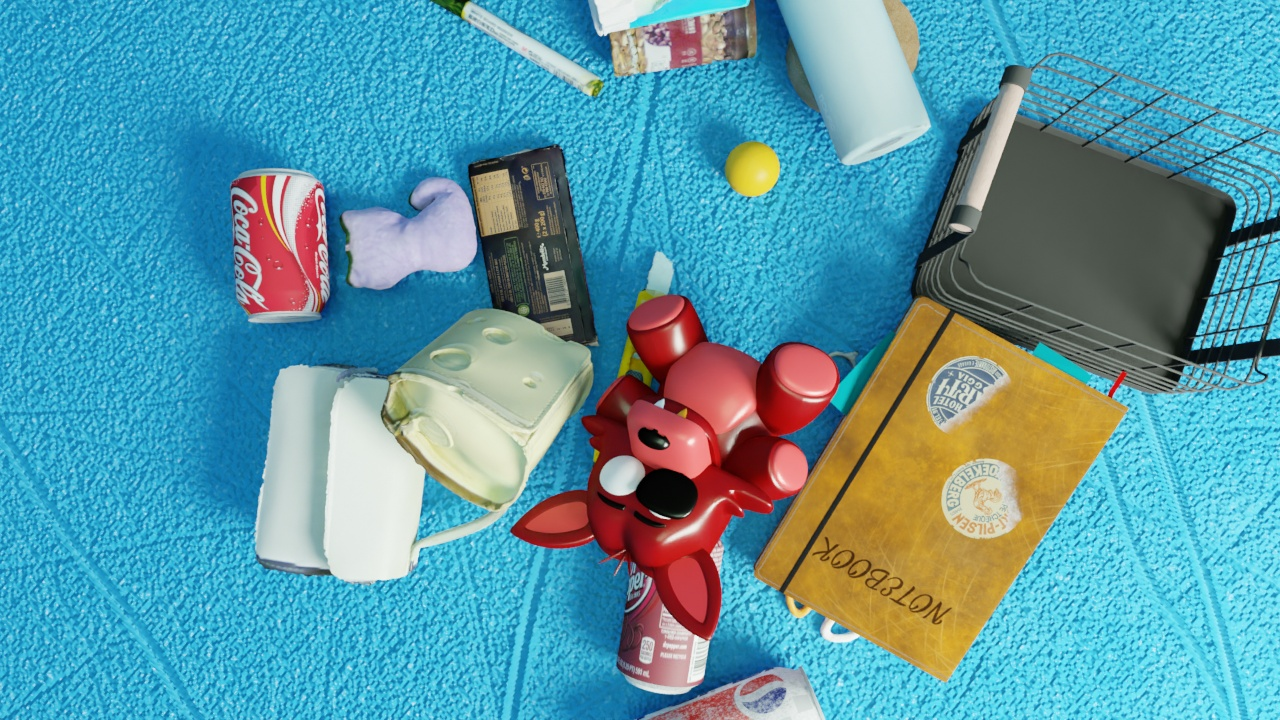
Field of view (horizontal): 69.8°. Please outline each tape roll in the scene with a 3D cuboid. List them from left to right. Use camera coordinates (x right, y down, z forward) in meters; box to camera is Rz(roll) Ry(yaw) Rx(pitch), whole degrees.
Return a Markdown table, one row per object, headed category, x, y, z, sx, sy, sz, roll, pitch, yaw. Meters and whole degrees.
| category | x | y | z | sx | sy | sz | roll | pitch | yaw |
| --- | --- | --- | --- | --- | --- | --- | --- | --- | --- |
| tape roll | 0.157 | -0.230 | 0.684 | 0.094 | 0.027 | 0.094 | 0 | 88 | 1 |

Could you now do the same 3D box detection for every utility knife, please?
| category | x | y | z | sx | sy | sz | roll | pitch | yaw |
| --- | --- | --- | --- | --- | --- | --- | --- | --- | --- |
| utility knife | -0.004 | 0.004 | 0.689 | 0.030 | 0.017 | 0.175 | 15 | 86 | -8 |

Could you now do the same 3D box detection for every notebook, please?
| category | x | y | z | sx | sy | sz | roll | pitch | yaw |
| --- | --- | --- | --- | --- | --- | --- | --- | --- | --- |
| notebook | 0.203 | 0.082 | 0.646 | 0.178 | 0.014 | 0.249 | 29 | 100 | 1 |

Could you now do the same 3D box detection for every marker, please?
| category | x | y | z | sx | sy | sz | roll | pitch | yaw |
| --- | --- | --- | --- | --- | --- | --- | --- | --- | --- |
| marker | -0.093 | -0.242 | 0.695 | 0.146 | 0.017 | 0.017 | 32 | 89 | 1 |

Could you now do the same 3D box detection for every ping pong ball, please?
| category | x | y | z | sx | sy | sz | roll | pitch | yaw |
| --- | --- | --- | --- | --- | --- | --- | --- | --- | --- |
| ping pong ball | 0.082 | -0.141 | 0.677 | 0.040 | 0.040 | 0.040 | 0 | 88 | 1 |

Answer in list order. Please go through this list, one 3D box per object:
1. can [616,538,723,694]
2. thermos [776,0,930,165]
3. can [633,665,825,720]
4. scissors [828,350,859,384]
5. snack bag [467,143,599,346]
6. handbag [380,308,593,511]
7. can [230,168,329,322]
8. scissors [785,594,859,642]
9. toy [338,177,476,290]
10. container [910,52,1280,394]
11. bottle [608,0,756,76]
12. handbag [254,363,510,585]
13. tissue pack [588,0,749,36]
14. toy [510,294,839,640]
| category | x | y | z | sx | sy | sz | roll | pitch | yaw |
| --- | --- | --- | --- | --- | --- | --- | --- | --- | --- |
| can | 0.021 | 0.174 | 0.658 | 0.063 | 0.063 | 0.114 | 9 | 88 | 1 |
| thermos | 0.133 | -0.243 | 0.637 | 0.078 | 0.065 | 0.207 | -21 | 88 | -6 |
| can | 0.063 | 0.272 | 0.647 | 0.136 | 0.078 | 0.078 | -21 | 88 | 0 |
| scissors | 0.197 | 0.041 | 0.681 | 0.171 | 0.014 | 0.141 | -36 | 83 | -3 |
| snack bag | -0.081 | -0.081 | 0.689 | 0.074 | 0.018 | 0.155 | -10 | 88 | 0 |
| handbag | -0.104 | 0.026 | 0.627 | 0.111 | 0.119 | 0.081 | 31 | 124 | 1 |
| can | -0.262 | -0.082 | 0.669 | 0.064 | 0.064 | 0.104 | -4 | 88 | 1 |
| scissors | 0.170 | 0.153 | 0.681 | 0.073 | 0.012 | 0.131 | 45 | 90 | 0 |
| toy | -0.173 | -0.096 | 0.683 | 0.099 | 0.036 | 0.080 | -10 | 78 | -3 |
| container | 0.321 | -0.086 | 0.623 | 0.241 | 0.130 | 0.162 | 21 | 86 | 1 |
| bottle | 0.029 | -0.244 | 0.673 | 0.105 | 0.056 | 0.056 | -8 | 88 | 1 |
| handbag | -0.178 | 0.082 | 0.658 | 0.176 | 0.074 | 0.151 | 7 | 88 | 0 |
| tissue pack | 0.003 | -0.320 | 0.646 | 0.117 | 0.066 | 0.209 | -13 | 62 | -1 |
| toy | 0.026 | 0.062 | 0.610 | 0.158 | 0.121 | 0.196 | 24 | 63 | 23 |
